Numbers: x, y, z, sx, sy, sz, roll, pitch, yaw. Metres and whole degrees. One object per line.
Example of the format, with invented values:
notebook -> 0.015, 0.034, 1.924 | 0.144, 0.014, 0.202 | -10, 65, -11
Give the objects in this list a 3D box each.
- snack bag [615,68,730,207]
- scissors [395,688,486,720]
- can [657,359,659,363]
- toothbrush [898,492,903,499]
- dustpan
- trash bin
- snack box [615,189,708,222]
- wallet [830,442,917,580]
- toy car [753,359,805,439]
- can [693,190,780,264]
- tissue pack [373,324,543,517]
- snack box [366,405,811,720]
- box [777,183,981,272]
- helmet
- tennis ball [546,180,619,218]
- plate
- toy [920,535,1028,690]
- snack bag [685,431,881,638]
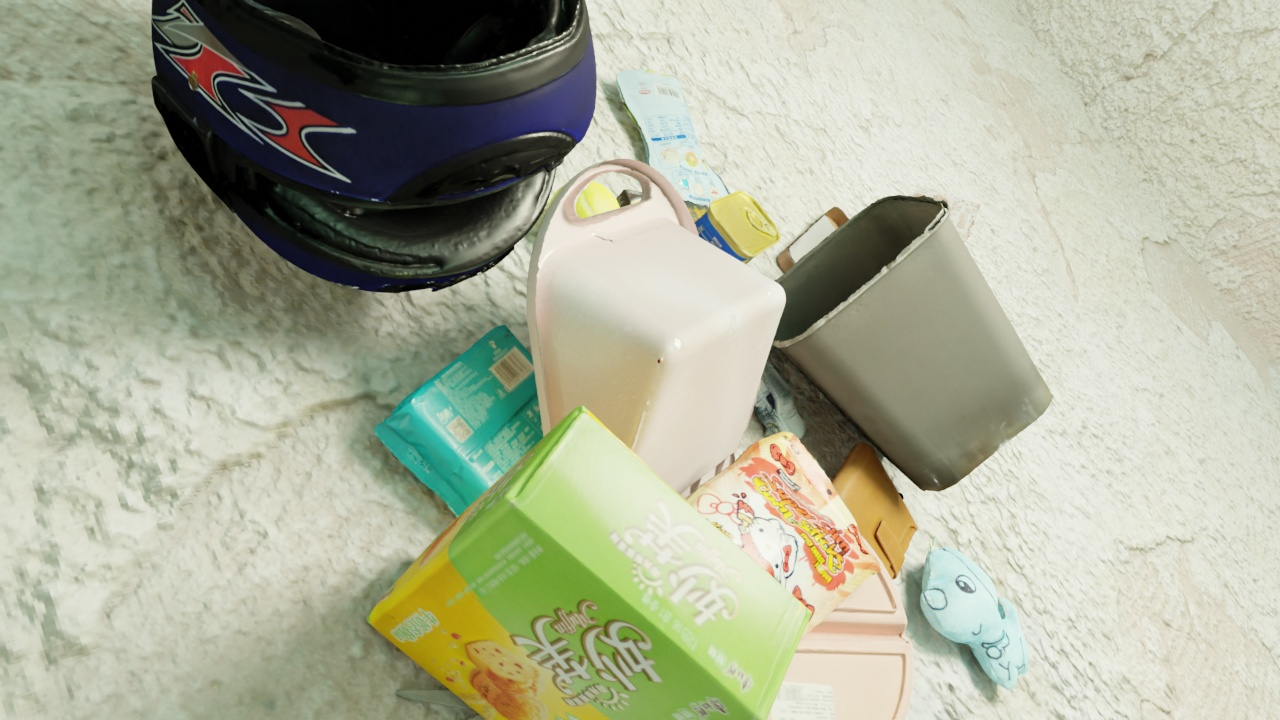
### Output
snack bag -> 0.039, -0.228, 0.991 | 0.110, 0.039, 0.191 | 5, 59, -47
scissors -> -0.065, 0.218, 0.574 | 0.156, 0.012, 0.165 | 47, 41, -3
can -> 0.001, -0.023, 0.775 | 0.094, 0.067, 0.066 | 42, 41, -9
toothbrush -> 0.204, 0.135, 0.882 | 0.188, 0.017, 0.014 | 4, 68, -43
dustpan -> -0.004, 0.004, 0.676 | 0.139, 0.274, 0.221 | 31, 30, 23
trash bin -> 0.251, -0.015, 0.882 | 0.220, 0.199, 0.199 | 48, 5, -13
snack box -> 0.035, -0.096, 0.880 | 0.113, 0.053, 0.125 | 1, 55, -42
wallet -> 0.207, 0.152, 0.846 | 0.108, 0.031, 0.131 | 57, 42, -7
toy car -> 0.124, 0.038, 0.869 | 0.042, 0.034, 0.090 | -23, 78, -52
can -> 0.062, -0.093, 0.781 | 0.057, 0.083, 0.101 | 51, 30, 2
tissue pack -> -0.109, 0.044, 0.636 | 0.093, 0.050, 0.133 | 49, 40, -5
snack box -> -0.039, 0.137, 0.490 | 0.157, 0.211, 0.069 | 42, 47, -5
box -> 0.268, -0.123, 1.067 | 0.187, 0.155, 0.182 | 25, 34, 15
helmet -> -0.160, -0.160, 0.580 | 0.246, 0.241, 0.315 | -25, 56, -25
tennis ball -> -0.050, -0.126, 0.807 | 0.065, 0.066, 0.065 | 24, 47, -28
plate -> 0.097, 0.189, 0.644 | 0.229, 0.028, 0.229 | 11, 58, -19
toy -> 0.320, 0.240, 0.881 | 0.161, 0.050, 0.156 | -5, 66, -50
snack bag -> 0.074, 0.135, 0.616 | 0.207, 0.073, 0.128 | -28, 75, -41
